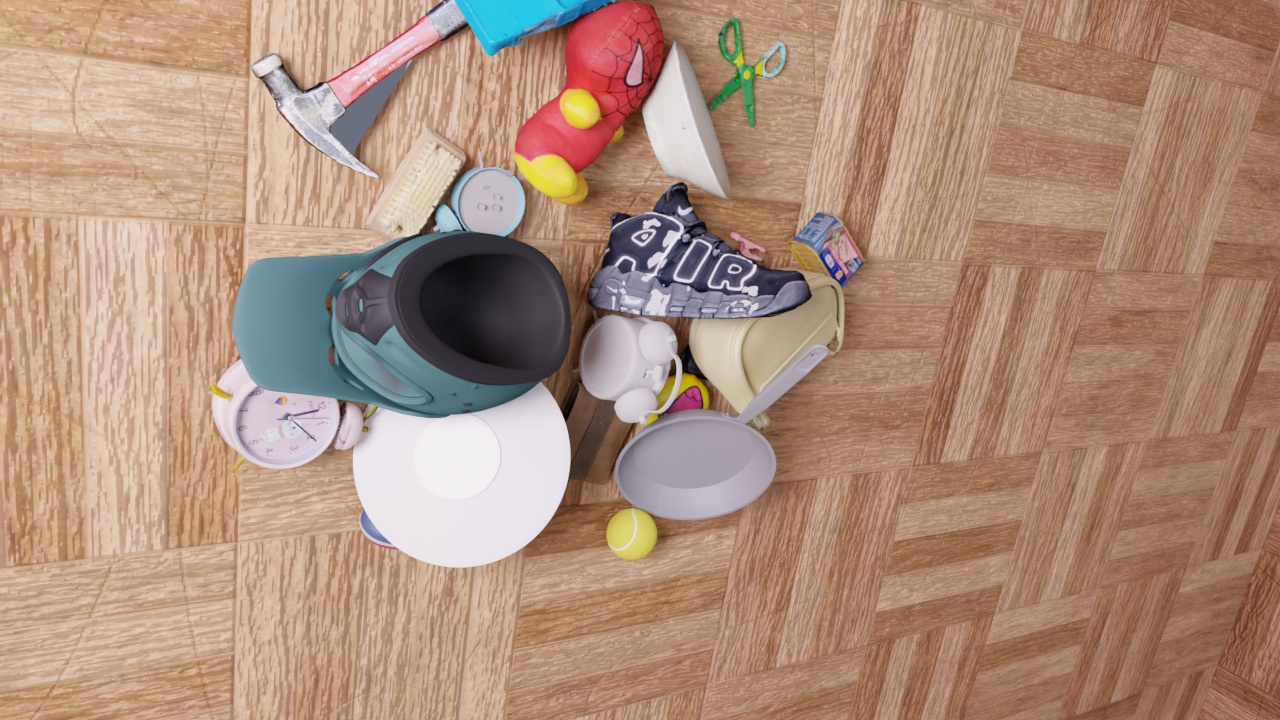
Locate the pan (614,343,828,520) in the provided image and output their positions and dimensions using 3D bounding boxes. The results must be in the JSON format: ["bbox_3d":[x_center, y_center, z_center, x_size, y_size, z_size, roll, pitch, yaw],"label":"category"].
[{"bbox_3d":[0.107,0.082,1.102,0.200,0.050,0.358,21,129,-22],"label":"pan"}]

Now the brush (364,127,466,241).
[{"bbox_3d":[-0.220,-0.169,0.911,0.049,0.039,0.117,32,89,-35],"label":"brush"}]

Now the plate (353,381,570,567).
[{"bbox_3d":[-0.188,0.100,0.955,0.229,0.030,0.229,0,83,0],"label":"plate"}]

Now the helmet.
[{"bbox_3d":[-0.212,-0.034,0.857,0.274,0.201,0.176,2,82,-53],"label":"helmet"}]

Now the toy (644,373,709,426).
[{"bbox_3d":[0.045,0.059,1.159,0.095,0.041,0.094,19,106,-38],"label":"toy"}]

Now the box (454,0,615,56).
[{"bbox_3d":[-0.075,-0.409,0.858,0.243,0.070,0.171,-31,116,-18],"label":"box"}]

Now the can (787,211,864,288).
[{"bbox_3d":[0.244,-0.139,1.199,0.059,0.054,0.100,-47,126,-10],"label":"can"}]

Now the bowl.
[{"bbox_3d":[0.043,-0.249,0.992,0.058,0.176,0.177,-17,123,14],"label":"bowl"}]

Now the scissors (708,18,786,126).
[{"bbox_3d":[0.127,-0.338,1.075,0.130,0.011,0.126,-24,118,-22],"label":"scissors"}]

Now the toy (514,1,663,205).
[{"bbox_3d":[-0.051,-0.266,0.930,0.099,0.147,0.216,27,95,-6],"label":"toy"}]

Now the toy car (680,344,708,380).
[{"bbox_3d":[0.092,0.006,1.172,0.091,0.036,0.042,16,100,-35],"label":"toy car"}]

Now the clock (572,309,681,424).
[{"bbox_3d":[-0.006,0.006,1.040,0.061,0.159,0.120,10,103,-43],"label":"clock"}]

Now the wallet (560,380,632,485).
[{"bbox_3d":[-0.061,0.089,1.119,0.098,0.027,0.121,17,99,-37],"label":"wallet"}]

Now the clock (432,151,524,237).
[{"bbox_3d":[-0.167,-0.146,0.950,0.087,0.042,0.123,24,96,-36],"label":"clock"}]

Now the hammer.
[{"bbox_3d":[-0.193,-0.308,0.877,0.325,0.036,0.140,-40,123,-12],"label":"hammer"}]

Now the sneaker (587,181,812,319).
[{"bbox_3d":[0.066,-0.122,1.014,0.097,0.253,0.151,-7,100,-69],"label":"sneaker"}]

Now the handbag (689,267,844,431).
[{"bbox_3d":[0.167,-0.032,1.159,0.232,0.089,0.191,-39,130,-31],"label":"handbag"}]

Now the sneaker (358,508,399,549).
[{"bbox_3d":[-0.196,0.118,1.007,0.241,0.116,0.091,-27,152,-25],"label":"sneaker"}]

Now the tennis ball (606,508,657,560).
[{"bbox_3d":[-0.011,0.223,1.176,0.065,0.065,0.065,-12,114,-28],"label":"tennis ball"}]

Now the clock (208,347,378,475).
[{"bbox_3d":[-0.338,0.046,0.911,0.157,0.059,0.117,-15,116,-27],"label":"clock"}]

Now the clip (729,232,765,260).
[{"bbox_3d":[0.129,-0.136,1.149,0.044,0.023,0.060,-50,124,0],"label":"clip"}]
